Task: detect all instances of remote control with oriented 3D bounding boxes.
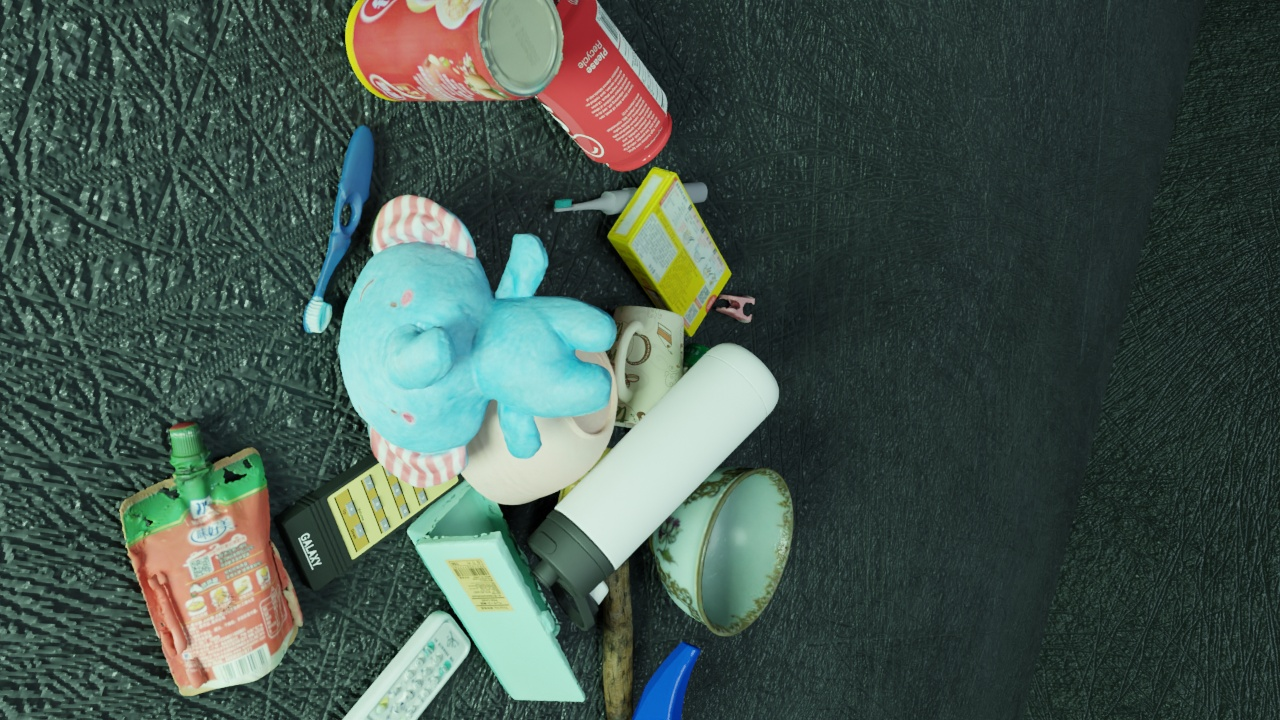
[{"bbox_3d":[-0.177,0.092,0.618,0.133,0.013,0.058,-38,128,-39],"label":"remote control"},{"bbox_3d":[-0.176,0.241,0.653,0.133,0.022,0.050,-50,135,-31],"label":"remote control"}]

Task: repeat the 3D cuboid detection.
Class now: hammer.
[{"bbox_3d":[-0.026,0.277,0.847,0.119,0.033,0.331,-21,115,-46],"label":"hammer"}]

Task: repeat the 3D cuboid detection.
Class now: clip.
[{"bbox_3d":[0.095,-0.050,0.917,0.060,0.023,0.044,-26,118,-52],"label":"clip"}]

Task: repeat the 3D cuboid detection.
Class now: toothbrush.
[{"bbox_3d":[-0.005,-0.135,0.766,0.187,0.018,0.019,-18,120,-48],"label":"toothbrush"},{"bbox_3d":[-0.183,-0.080,0.560,0.021,0.016,0.132,17,87,-54],"label":"toothbrush"}]

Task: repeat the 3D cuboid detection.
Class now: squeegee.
[{"bbox_3d":[0.013,0.351,0.848,0.249,0.055,0.184,39,71,-60],"label":"squeegee"}]

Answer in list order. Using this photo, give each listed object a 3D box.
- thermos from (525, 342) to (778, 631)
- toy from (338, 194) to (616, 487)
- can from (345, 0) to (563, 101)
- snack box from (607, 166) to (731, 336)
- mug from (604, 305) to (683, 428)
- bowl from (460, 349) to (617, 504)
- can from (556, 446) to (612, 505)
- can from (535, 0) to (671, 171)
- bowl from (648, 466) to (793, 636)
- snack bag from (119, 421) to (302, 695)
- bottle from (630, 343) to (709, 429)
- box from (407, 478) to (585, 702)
[{"bbox_3d":[0.013,0.094,0.702,0.229,0.068,0.101,-44,136,-17],"label":"thermos"},{"bbox_3d":[-0.105,-0.004,0.546,0.114,0.181,0.183,-13,109,-66],"label":"toy"},{"bbox_3d":[-0.109,-0.186,0.534,0.066,0.124,0.067,-18,114,-48],"label":"can"},{"bbox_3d":[0.029,-0.090,0.798,0.075,0.025,0.152,-57,145,-14],"label":"snack box"},{"bbox_3d":[-0.004,0.004,0.752,0.122,0.081,0.097,29,68,-73],"label":"mug"},{"bbox_3d":[-0.065,0.025,0.657,0.153,0.076,0.153,18,68,-55],"label":"bowl"},{"bbox_3d":[-0.035,0.121,0.761,0.059,0.054,0.099,34,71,-74],"label":"can"},{"bbox_3d":[-0.038,-0.204,0.659,0.142,0.074,0.074,41,68,-48],"label":"can"},{"bbox_3d":[0.066,0.171,0.880,0.159,0.094,0.160,-18,113,-48],"label":"bowl"},{"bbox_3d":[-0.243,0.109,0.524,0.087,0.044,0.155,-28,116,-51],"label":"snack bag"},{"bbox_3d":[0.032,0.035,0.844,0.109,0.043,0.043,-54,136,-26],"label":"bottle"},{"bbox_3d":[-0.092,0.182,0.688,0.077,0.092,0.188,-45,131,-34],"label":"box"}]
